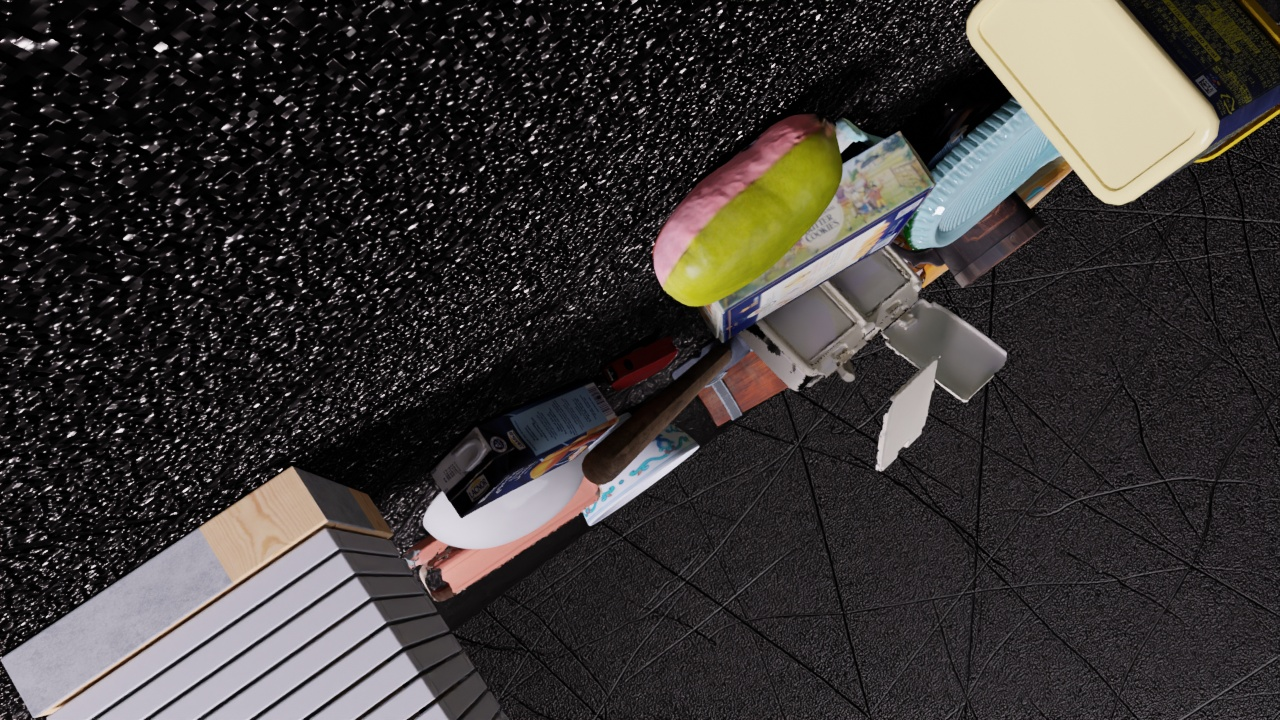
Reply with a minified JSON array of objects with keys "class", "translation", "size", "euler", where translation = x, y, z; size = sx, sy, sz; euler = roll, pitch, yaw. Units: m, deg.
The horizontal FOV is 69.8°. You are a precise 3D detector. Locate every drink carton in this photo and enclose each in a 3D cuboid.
[{"class":"drink carton","translation":[-0.079,0.059,0.639],"size":[0.064,0.040,0.129],"euler":[-43,168,34]}]

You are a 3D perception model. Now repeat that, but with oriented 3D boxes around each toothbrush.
[{"class":"toothbrush","translation":[0.144,-0.133,0.570],"size":[0.017,0.016,0.180],"euler":[-43,168,26]}]

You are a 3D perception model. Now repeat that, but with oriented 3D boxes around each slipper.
[{"class":"slipper","translation":[0.286,-0.170,0.602],"size":[0.277,0.069,0.115],"euler":[-49,157,16]}]

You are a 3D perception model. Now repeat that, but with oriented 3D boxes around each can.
[{"class":"can","translation":[0.251,-0.158,0.470],"size":[0.104,0.135,0.075],"euler":[-27,168,-32]}]

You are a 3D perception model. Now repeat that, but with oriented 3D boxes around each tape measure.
[{"class":"tape measure","translation":[-0.004,0.004,0.705],"size":[0.059,0.019,0.051],"euler":[-25,170,-19]}]

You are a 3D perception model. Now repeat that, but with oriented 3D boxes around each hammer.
[{"class":"hammer","translation":[0.030,0.031,0.781],"size":[0.130,0.040,0.320],"euler":[-37,180,29]}]

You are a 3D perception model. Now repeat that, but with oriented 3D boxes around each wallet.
[{"class":"wallet","translation":[0.232,-0.171,0.664],"size":[0.089,0.026,0.115],"euler":[-33,168,-20]}]

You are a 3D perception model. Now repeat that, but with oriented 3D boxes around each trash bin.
[{"class":"trash bin","translation":[-0.147,0.202,0.452],"size":[0.142,0.247,0.142],"euler":[-35,171,-10]}]

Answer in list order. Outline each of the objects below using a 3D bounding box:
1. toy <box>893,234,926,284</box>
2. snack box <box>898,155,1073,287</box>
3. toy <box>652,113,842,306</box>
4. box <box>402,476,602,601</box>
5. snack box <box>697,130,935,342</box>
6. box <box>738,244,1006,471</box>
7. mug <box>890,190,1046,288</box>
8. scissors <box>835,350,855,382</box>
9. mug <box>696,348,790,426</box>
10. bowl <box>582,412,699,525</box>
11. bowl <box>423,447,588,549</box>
[{"class":"toy","translation":[0.234,-0.098,0.886],"size":[0.112,0.087,0.067],"euler":[-37,149,-66]},{"class":"snack box","translation":[0.321,-0.157,0.891],"size":[0.145,0.080,0.195],"euler":[-37,171,6]},{"class":"toy","translation":[0.053,-0.071,0.439],"size":[0.110,0.051,0.090],"euler":[-41,172,14]},{"class":"box","translation":[-0.126,0.149,0.848],"size":[0.186,0.067,0.057],"euler":[-31,132,-19]},{"class":"snack box","translation":[0.104,-0.072,0.591],"size":[0.145,0.042,0.144],"euler":[-30,173,1]},{"class":"box","translation":[0.171,-0.028,0.685],"size":[0.143,0.180,0.081],"euler":[-38,168,-25]},{"class":"mug","translation":[0.252,-0.116,0.761],"size":[0.116,0.107,0.080],"euler":[-38,171,9]},{"class":"scissors","translation":[0.140,-0.036,0.783],"size":[0.198,0.179,0.015],"euler":[12,120,-41]},{"class":"mug","translation":[0.110,0.008,0.992],"size":[0.111,0.081,0.117],"euler":[-33,153,0]},{"class":"bowl","translation":[-0.017,0.104,0.980],"size":[0.144,0.074,0.144],"euler":[-35,171,-7]},{"class":"bowl","translation":[-0.099,0.114,0.748],"size":[0.149,0.043,0.150],"euler":[-29,160,-12]}]
